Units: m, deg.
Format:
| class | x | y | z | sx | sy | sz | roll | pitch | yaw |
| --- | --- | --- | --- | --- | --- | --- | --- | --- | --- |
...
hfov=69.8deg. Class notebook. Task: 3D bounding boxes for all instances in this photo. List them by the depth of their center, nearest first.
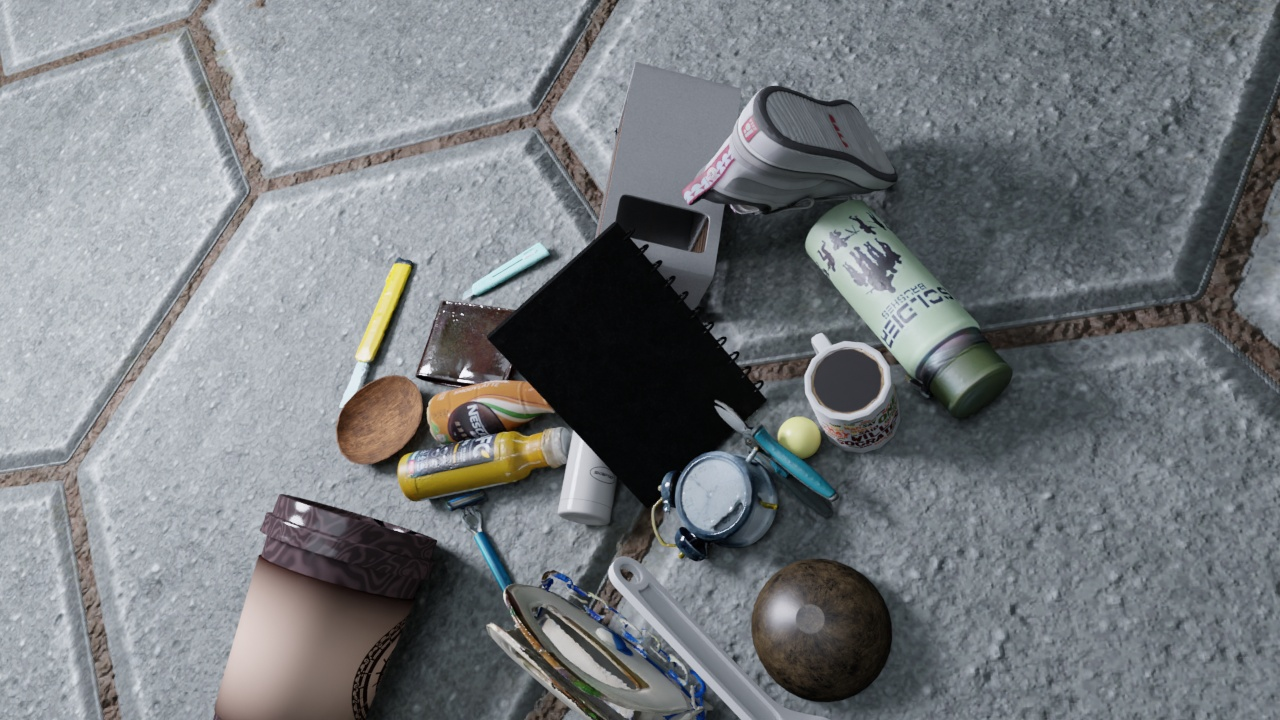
| class | x | y | z | sx | sy | sz | roll | pitch | yaw |
| --- | --- | --- | --- | --- | --- | --- | --- | --- | --- |
| notebook | -0.005 | 0.005 | 0.877 | 0.169 | 0.231 | 0.019 | -42 | 16 | -1 |

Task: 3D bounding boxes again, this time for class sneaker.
| class | x | y | z | sx | sy | sz | roll | pitch | yaw |
| --- | --- | --- | --- | --- | --- | --- | --- | --- | --- |
| sneaker | 0.154 | -0.186 | 0.894 | 0.129 | 0.262 | 0.096 | -34 | 73 | 39 |

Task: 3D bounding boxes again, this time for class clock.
| class | x | y | z | sx | sy | sz | roll | pitch | yaw |
| --- | --- | --- | --- | --- | --- | --- | --- | --- | --- |
| clock | 0.067 | 0.135 | 0.859 | 0.130 | 0.052 | 0.090 | -30 | 62 | 24 |

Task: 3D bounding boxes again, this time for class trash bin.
| class | x | y | z | sx | sy | sz | roll | pitch | yaw |
| --- | --- | --- | --- | --- | --- | --- | --- | --- | --- |
| trash bin | 0.022 | -0.176 | 0.964 | 0.114 | 0.115 | 0.228 | 12 | 68 | -6 |

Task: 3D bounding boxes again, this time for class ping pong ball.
| class | x | y | z | sx | sy | sz | roll | pitch | yaw |
| --- | --- | --- | --- | --- | --- | --- | --- | --- | --- |
| ping pong ball | 0.150 | 0.073 | 0.865 | 0.040 | 0.040 | 0.040 | -9 | 63 | 18 |

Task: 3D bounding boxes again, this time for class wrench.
| class | x | y | z | sx | sy | sz | roll | pitch | yaw |
| --- | --- | --- | --- | --- | --- | --- | --- | --- | --- |
| wrench | 0.079 | 0.259 | 0.757 | 0.273 | 0.086 | 0.018 | 44 | 121 | 18 |

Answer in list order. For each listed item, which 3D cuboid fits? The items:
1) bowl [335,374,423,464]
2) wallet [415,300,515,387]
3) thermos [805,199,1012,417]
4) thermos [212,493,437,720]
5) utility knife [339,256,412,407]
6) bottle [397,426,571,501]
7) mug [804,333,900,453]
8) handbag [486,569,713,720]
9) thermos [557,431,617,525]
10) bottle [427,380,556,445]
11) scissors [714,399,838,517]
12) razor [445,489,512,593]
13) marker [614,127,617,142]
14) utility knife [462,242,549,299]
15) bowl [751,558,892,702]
| class | x | y | z | sx | sy | sz | roll | pitch | yaw |
| --- | --- | --- | --- | --- | --- | --- | --- | --- | --- |
| bowl | -0.292 | 0.071 | 1.049 | 0.114 | 0.026 | 0.102 | -28 | 60 | 8 |
| wallet | -0.191 | -0.016 | 1.050 | 0.120 | 0.031 | 0.099 | 7 | 72 | 22 |
| thermos | 0.248 | -0.047 | 0.865 | 0.082 | 0.082 | 0.231 | -35 | 59 | 3 |
| thermos | -0.312 | 0.262 | 0.893 | 0.173 | 0.172 | 0.226 | 11 | 77 | 25 |
| utility knife | -0.323 | -0.037 | 1.116 | 0.030 | 0.018 | 0.206 | 4 | 63 | 29 |
| bottle | -0.162 | 0.107 | 0.965 | 0.186 | 0.053 | 0.053 | -13 | 62 | 16 |
| mug | 0.189 | 0.023 | 0.844 | 0.073 | 0.089 | 0.105 | -30 | 59 | 6 |
| handbag | -0.038 | 0.252 | 0.766 | 0.201 | 0.199 | 0.093 | 29 | 75 | 27 |
| thermos | -0.039 | 0.054 | 0.942 | 0.052 | 0.052 | 0.223 | 1 | 67 | 22 |
| bottle | -0.143 | 0.048 | 0.982 | 0.167 | 0.059 | 0.059 | -13 | 62 | 15 |
| scissors | 0.127 | 0.093 | 0.858 | 0.019 | 0.148 | 0.132 | -39 | 22 | -22 |
| razor | -0.154 | 0.199 | 0.940 | 0.042 | 0.022 | 0.144 | -17 | 58 | -29 |
| marker | -0.026 | -0.213 | 1.083 | 0.016 | 0.016 | 0.140 | -7 | 64 | 18 |
| utility knife | -0.161 | -0.103 | 1.087 | 0.120 | 0.015 | 0.022 | -30 | 60 | 10 |
| bowl | 0.150 | 0.226 | 0.784 | 0.121 | 0.056 | 0.121 | -9 | 63 | 18 |
